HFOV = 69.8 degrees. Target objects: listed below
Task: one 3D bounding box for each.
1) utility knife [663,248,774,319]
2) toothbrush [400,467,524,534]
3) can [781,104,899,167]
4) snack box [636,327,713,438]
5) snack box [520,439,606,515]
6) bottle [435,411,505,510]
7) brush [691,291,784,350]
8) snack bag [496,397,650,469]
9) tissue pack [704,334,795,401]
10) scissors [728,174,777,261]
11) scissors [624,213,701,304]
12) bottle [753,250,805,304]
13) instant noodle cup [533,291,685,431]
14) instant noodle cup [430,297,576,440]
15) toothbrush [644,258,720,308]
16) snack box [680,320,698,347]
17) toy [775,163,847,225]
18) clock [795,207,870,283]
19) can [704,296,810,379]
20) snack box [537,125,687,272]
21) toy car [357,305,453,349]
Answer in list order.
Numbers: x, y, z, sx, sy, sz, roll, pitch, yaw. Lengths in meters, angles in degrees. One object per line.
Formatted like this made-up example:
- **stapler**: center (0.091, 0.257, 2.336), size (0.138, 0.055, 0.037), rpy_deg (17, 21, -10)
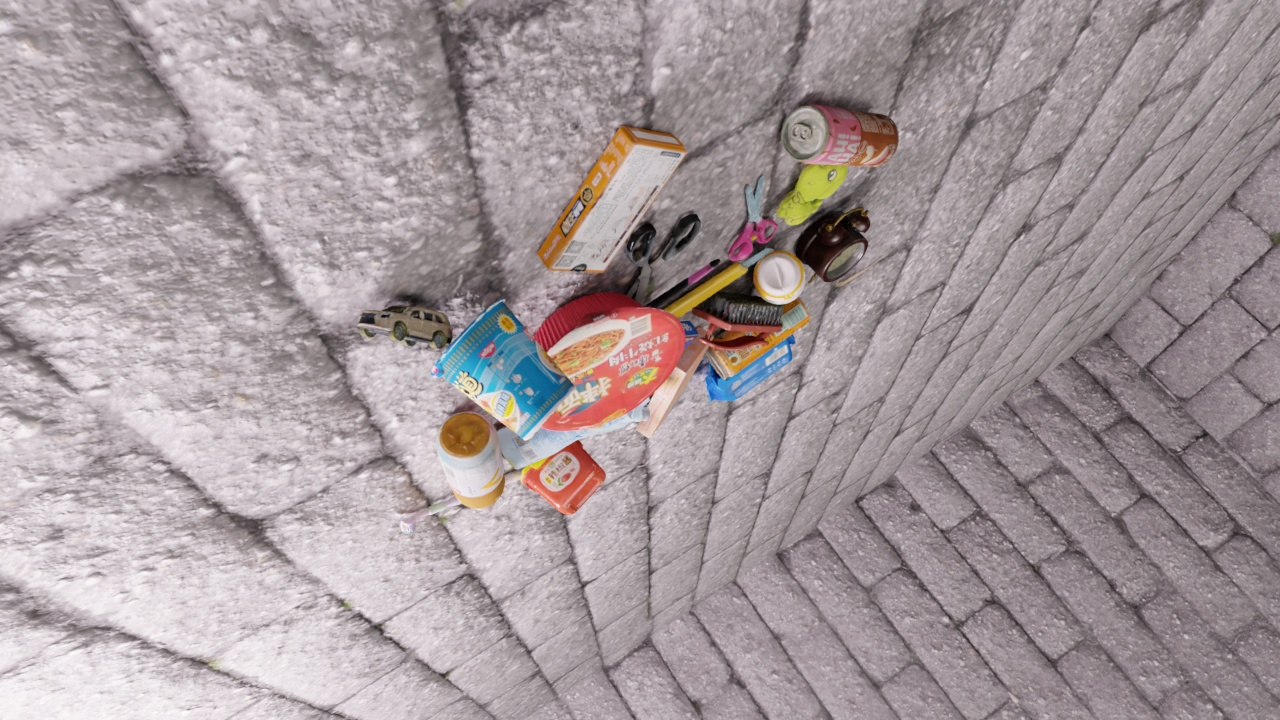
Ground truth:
- **utility knife**: center (0.079, -0.085, 1.107), size (0.193, 0.015, 0.033), rpy_deg (-33, 160, 0)
- **toothbrush**: center (-0.221, 0.177, 1.187), size (0.188, 0.021, 0.029), rpy_deg (-22, 164, -34)
- **can**: center (0.211, -0.233, 0.959), size (0.147, 0.058, 0.058), rpy_deg (-10, 146, -46)
- **snack box**: center (0.045, 0.032, 1.233), size (0.084, 0.026, 0.158), rpy_deg (-51, 170, -40)
- **snack box**: center (-0.099, 0.152, 1.217), size (0.091, 0.080, 0.082), rpy_deg (-48, 158, -5)
- **bottle**: center (-0.193, 0.125, 1.067), size (0.068, 0.068, 0.190), rpy_deg (-29, 156, -17)
- **brush**: center (0.130, -0.048, 1.171), size (0.145, 0.063, 0.069), rpy_deg (0, 112, -49)
- **snack bag**: center (-0.078, 0.077, 1.122), size (0.191, 0.038, 0.110), rpy_deg (-23, 143, 3)
- **tissue pack**: center (0.157, -0.001, 1.332), size (0.157, 0.052, 0.095), rpy_deg (-35, 155, -3)
- **scissors**: center (0.137, -0.167, 1.041), size (0.077, 0.017, 0.138), rpy_deg (-27, 152, -19)
- **scissors**: center (0.005, -0.098, 0.994), size (0.159, 0.014, 0.170), rpy_deg (-36, 159, 8)
- **bottle**: center (0.176, -0.101, 1.158), size (0.063, 0.063, 0.108), rpy_deg (-39, 171, 6)
- **instant noodle cup**: center (-0.049, -0.008, 0.995), size (0.193, 0.066, 0.194), rpy_deg (-22, 148, -15)
- **instant noodle cup**: center (-0.123, 0.014, 0.861), size (0.099, 0.110, 0.099), rpy_deg (-46, -177, 3)
- **toothbrush**: center (0.012, -0.062, 1.048), size (0.189, 0.014, 0.018), rpy_deg (-35, 151, 6)
- **snack box**: center (-0.007, 0.007, 1.133), size (0.084, 0.026, 0.158), rpy_deg (-6, 150, -50)
- **toy**: center (0.197, -0.197, 1.044), size (0.100, 0.031, 0.096), rpy_deg (-38, 157, 17)
- **clock**: center (0.249, -0.152, 1.169), size (0.081, 0.055, 0.122), rpy_deg (-24, 152, -27)
- **can**: center (0.159, -0.037, 1.260), size (0.146, 0.058, 0.058), rpy_deg (-35, 157, -3)
- **snack box**: center (-0.027, -0.143, 0.841), size (0.075, 0.026, 0.154), rpy_deg (-6, 142, -49)
- **toy car**: center (-0.203, -0.031, 0.793), size (0.090, 0.042, 0.035), rpy_deg (10, 85, -61)
